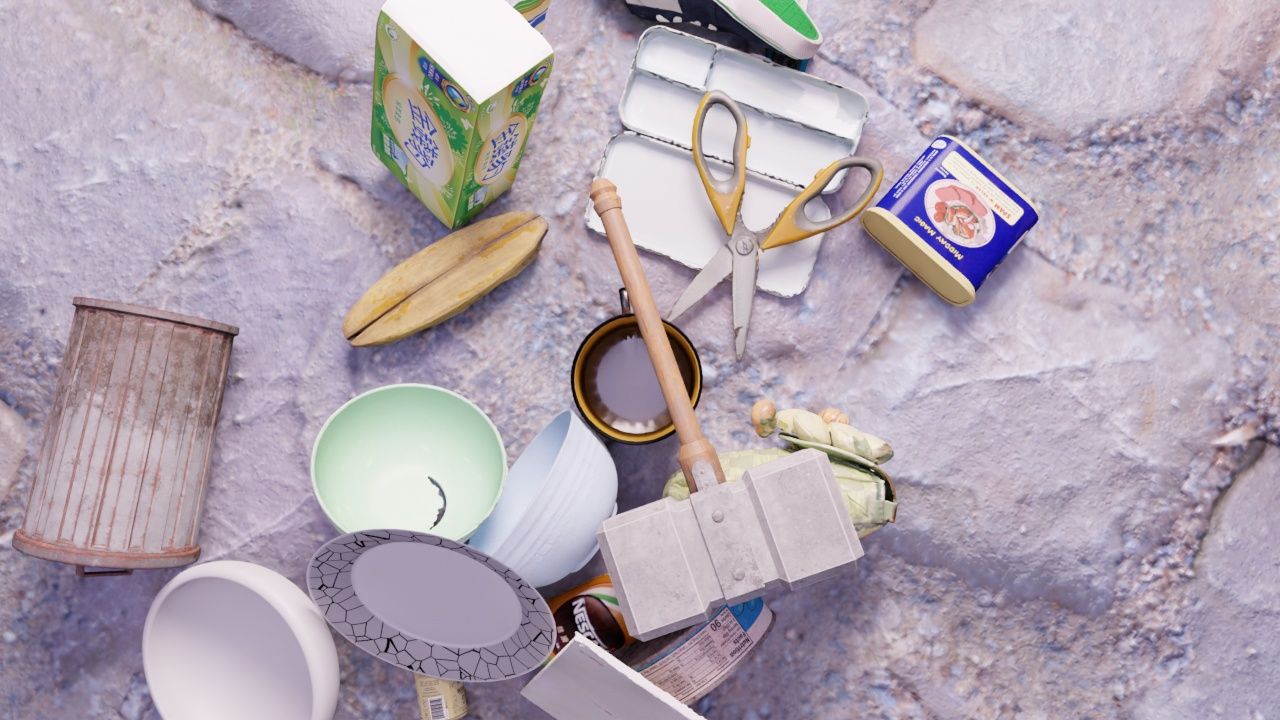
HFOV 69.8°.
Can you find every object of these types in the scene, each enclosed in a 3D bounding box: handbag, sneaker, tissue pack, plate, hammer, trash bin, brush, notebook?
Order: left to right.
[{"bbox_3d":[-0.406,0.066,0.732,0.131,0.131,0.211,9,85,1],"label":"trash bin"},{"bbox_3d":[-0.154,0.181,0.685,0.189,0.016,0.189,6,131,7],"label":"plate"},{"bbox_3d":[-0.164,-0.069,0.779,0.195,0.043,0.059,-31,85,0],"label":"brush"},{"bbox_3d":[-0.123,-0.217,0.721,0.120,0.198,0.141,47,64,-4],"label":"tissue pack"},{"bbox_3d":[-0.009,0.271,0.687,0.153,0.209,0.012,34,57,2],"label":"notebook"},{"bbox_3d":[0.022,0.015,0.653,0.163,0.083,0.317,-20,83,2],"label":"hammer"},{"bbox_3d":[0.043,-0.311,0.777,0.235,0.084,0.079,35,126,5],"label":"sneaker"},{"bbox_3d":[0.111,0.090,0.733,0.186,0.113,0.117,0,86,2],"label":"handbag"}]

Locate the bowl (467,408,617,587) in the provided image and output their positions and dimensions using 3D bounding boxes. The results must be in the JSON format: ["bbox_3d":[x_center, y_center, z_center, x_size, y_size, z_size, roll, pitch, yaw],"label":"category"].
[{"bbox_3d":[-0.067,0.119,0.723,0.075,0.150,0.150,35,87,-13],"label":"bowl"}]

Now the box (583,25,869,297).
[{"bbox_3d":[0.072,-0.168,0.784,0.209,0.037,0.189,17,101,2],"label":"box"}]

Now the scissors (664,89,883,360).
[{"bbox_3d":[0.105,-0.113,0.766,0.216,0.016,0.225,-3,98,3],"label":"scissors"}]

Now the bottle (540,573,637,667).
[{"bbox_3d":[-0.012,0.195,0.730,0.167,0.059,0.059,-29,86,18],"label":"bottle"}]

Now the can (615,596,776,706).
[{"bbox_3d":[0.040,0.219,0.716,0.130,0.130,0.044,-36,87,-2],"label":"can"}]

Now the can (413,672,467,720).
[{"bbox_3d":[-0.169,0.257,0.762,0.038,0.038,0.079,-10,86,0],"label":"can"}]

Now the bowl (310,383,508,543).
[{"bbox_3d":[-0.186,0.099,0.741,0.151,0.077,0.150,7,52,-10],"label":"bowl"}]

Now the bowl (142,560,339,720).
[{"bbox_3d":[-0.309,0.240,0.739,0.177,0.066,0.176,3,99,19],"label":"bowl"}]

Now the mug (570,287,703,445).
[{"bbox_3d":[-0.004,0.004,0.747,0.100,0.094,0.123,-9,88,0],"label":"mug"}]

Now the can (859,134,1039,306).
[{"bbox_3d":[0.260,-0.118,0.771,0.116,0.056,0.092,42,87,3],"label":"can"}]

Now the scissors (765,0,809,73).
[{"bbox_3d":[0.128,-0.250,0.798,0.126,0.019,0.144,-29,89,2],"label":"scissors"}]
